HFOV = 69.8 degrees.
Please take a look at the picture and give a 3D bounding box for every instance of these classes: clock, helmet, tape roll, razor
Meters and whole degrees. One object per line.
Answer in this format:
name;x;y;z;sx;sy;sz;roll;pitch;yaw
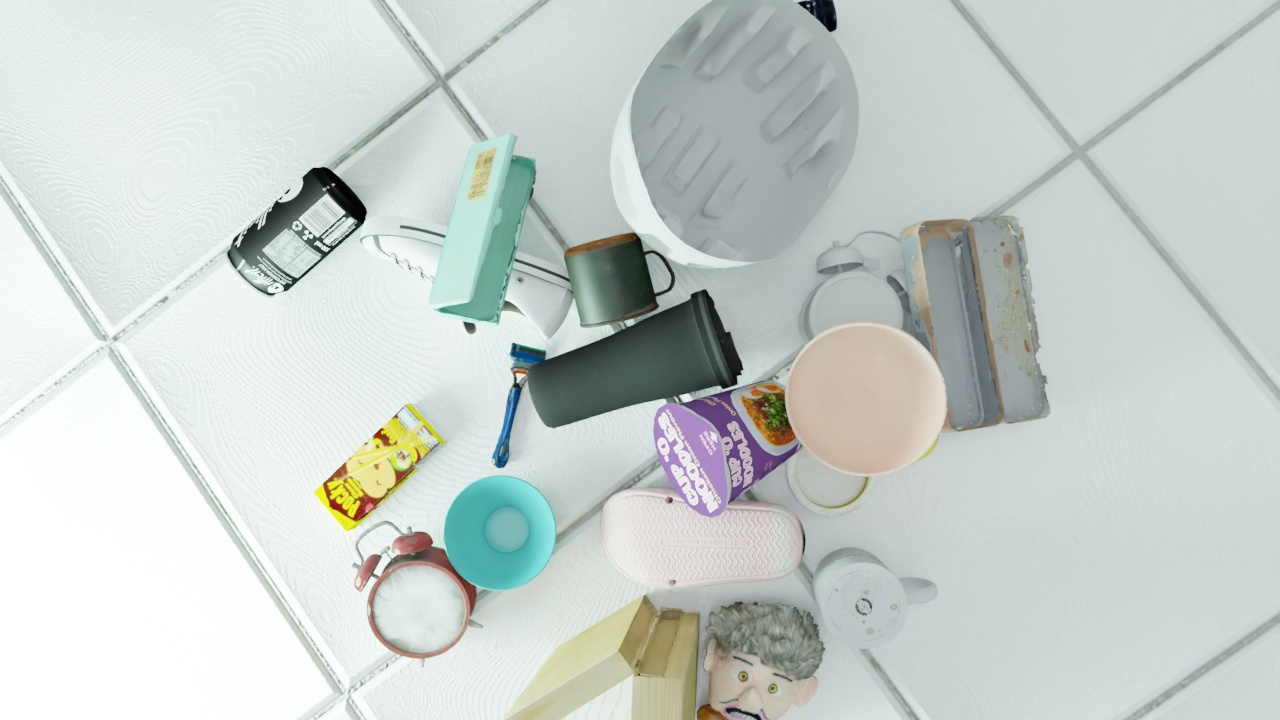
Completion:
clock;-0.248;0.244;0.999;0.110;0.062;0.157;-34;98;3
helmet;0.091;-0.229;0.919;0.224;0.184;0.282;32;93;-22
tape roll;0.204;0.118;0.980;0.094;0.019;0.094;0;87;6
razor;-0.143;0.051;1.021;0.043;0.018;0.141;15;91;-30
clock;0.232;-0.060;0.968;0.120;0.061;0.159;25;85;6

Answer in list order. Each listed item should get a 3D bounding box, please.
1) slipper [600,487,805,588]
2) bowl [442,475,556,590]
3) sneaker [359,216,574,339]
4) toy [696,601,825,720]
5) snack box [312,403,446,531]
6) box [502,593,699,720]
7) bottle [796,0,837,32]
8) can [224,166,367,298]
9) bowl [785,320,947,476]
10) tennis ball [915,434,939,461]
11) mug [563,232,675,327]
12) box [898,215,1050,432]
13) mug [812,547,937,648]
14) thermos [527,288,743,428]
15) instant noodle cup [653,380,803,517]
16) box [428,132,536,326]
slipper;0.063;0.189;0.974;0.222;0.055;0.107;0;89;15
bowl;-0.149;0.186;0.999;0.121;0.046;0.121;0;84;2
sneaker;-0.193;-0.081;0.995;0.245;0.091;0.097;19;83;2
toy;0.116;0.330;0.955;0.133;0.076;0.176;23;98;7
snack box;-0.292;0.120;1.030;0.149;0.025;0.061;-43;83;3
box;-0.011;0.310;0.880;0.184;0.248;0.141;24;89;6
bottle;0.130;-0.355;0.990;0.161;0.056;0.056;-14;86;5
can;-0.383;-0.143;1.025;0.146;0.080;0.080;-40;84;3
bowl;0.219;0.030;0.899;0.153;0.076;0.153;3;104;13
tennis ball;0.275;0.073;0.951;0.065;0.065;0.065;0;87;6
mug;-0.019;-0.088;0.949;0.111;0.085;0.081;-17;101;-16
box;0.348;-0.039;0.939;0.150;0.043;0.216;-8;86;-18
mug;0.239;0.237;0.931;0.120;0.096;0.083;-7;87;6
thermos;-0.006;0.006;0.971;0.219;0.105;0.106;-19;85;10
instant noodle cup;0.100;0.075;0.930;0.121;0.137;0.122;-23;74;-27
box;-0.161;-0.137;0.916;0.077;0.080;0.188;12;74;2
